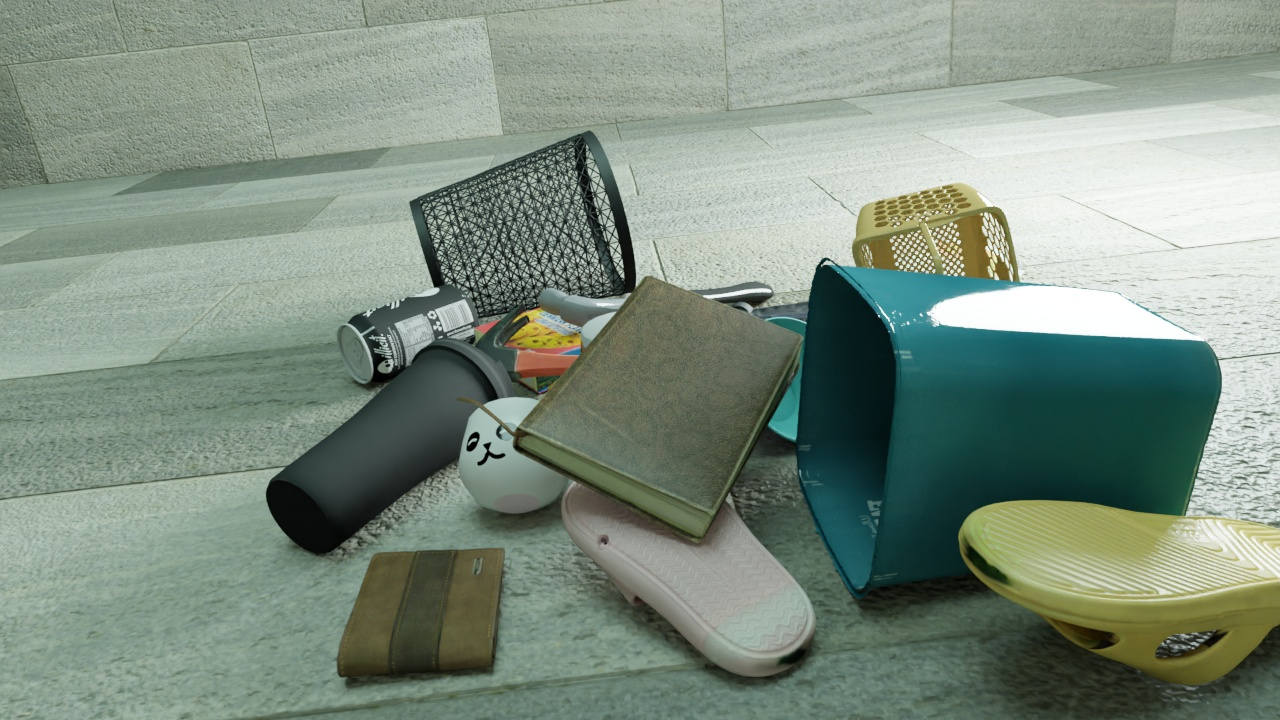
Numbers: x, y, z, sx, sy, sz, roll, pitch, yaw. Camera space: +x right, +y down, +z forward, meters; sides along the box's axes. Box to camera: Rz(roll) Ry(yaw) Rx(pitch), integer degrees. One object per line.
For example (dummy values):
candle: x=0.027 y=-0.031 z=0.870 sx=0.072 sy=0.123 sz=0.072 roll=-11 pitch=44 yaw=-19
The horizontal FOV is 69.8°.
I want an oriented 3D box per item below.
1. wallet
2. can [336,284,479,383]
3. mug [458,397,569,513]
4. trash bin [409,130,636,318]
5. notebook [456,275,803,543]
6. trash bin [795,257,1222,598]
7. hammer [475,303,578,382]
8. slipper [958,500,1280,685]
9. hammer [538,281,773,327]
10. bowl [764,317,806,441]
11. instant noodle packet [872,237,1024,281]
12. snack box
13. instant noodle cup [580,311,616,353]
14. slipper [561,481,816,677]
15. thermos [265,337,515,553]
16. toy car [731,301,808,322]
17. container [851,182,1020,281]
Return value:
wallet: x=-0.144 y=0.167 z=0.622 sx=0.098 sy=0.027 sz=0.121 roll=-4 pitch=21 yaw=-2
can: x=-0.264 y=-0.031 z=1.052 sx=0.145 sy=0.080 sz=0.080 roll=-25 pitch=30 yaw=-39
mug: x=-0.084 y=0.076 z=0.731 sx=0.124 sy=0.090 sz=0.076 roll=-16 pitch=55 yaw=15
trash bin: x=-0.156 y=-0.160 z=1.189 sx=0.243 sy=0.217 sz=0.217 roll=-17 pitch=24 yaw=-9
notebook: x=0.003 y=0.016 z=0.674 sx=0.190 sy=0.035 sz=0.214 roll=24 pitch=43 yaw=12
trash bin: x=0.241 y=0.039 z=0.638 sx=0.218 sy=0.199 sz=0.196 roll=-1 pitch=23 yaw=-5
hammer: x=-0.005 y=0.005 z=0.907 sx=0.333 sy=0.033 sz=0.132 roll=1 pitch=54 yaw=8
slipper: x=0.298 y=0.137 z=0.525 sx=0.263 sy=0.078 sz=0.099 roll=4 pitch=18 yaw=-21
hammer: x=0.043 y=-0.068 z=1.066 sx=0.310 sy=0.029 sz=0.125 roll=-9 pitch=21 yaw=-38
bowl: x=0.130 y=0.025 z=0.832 sx=0.120 sy=0.121 sz=0.046 roll=-21 pitch=-13 yaw=-31
instant noodle packet: x=0.344 y=-0.104 z=1.037 sx=0.147 sy=0.057 sz=0.268 roll=15 pitch=16 yaw=28
snack box: x=-0.092 y=-0.022 z=1.038 sx=0.144 sy=0.040 sz=0.143 roll=-20 pitch=27 yaw=-31
instant noodle cup: x=-0.011 y=0.026 z=0.797 sx=0.137 sy=0.122 sz=0.121 roll=-1 pitch=23 yaw=11
slipper: x=0.025 y=0.134 z=0.620 sx=0.106 sy=0.056 sz=0.221 roll=-20 pitch=37 yaw=-29
thermos: x=-0.209 y=0.070 z=0.782 sx=0.106 sy=0.106 sz=0.217 roll=7 pitch=31 yaw=29
toy car: x=0.154 y=-0.033 z=0.987 sx=0.190 sy=0.056 sz=0.081 roll=-4 pitch=21 yaw=23
container: x=0.260 y=-0.044 z=0.795 sx=0.129 sy=0.183 sz=0.166 roll=-11 pitch=31 yaw=14
